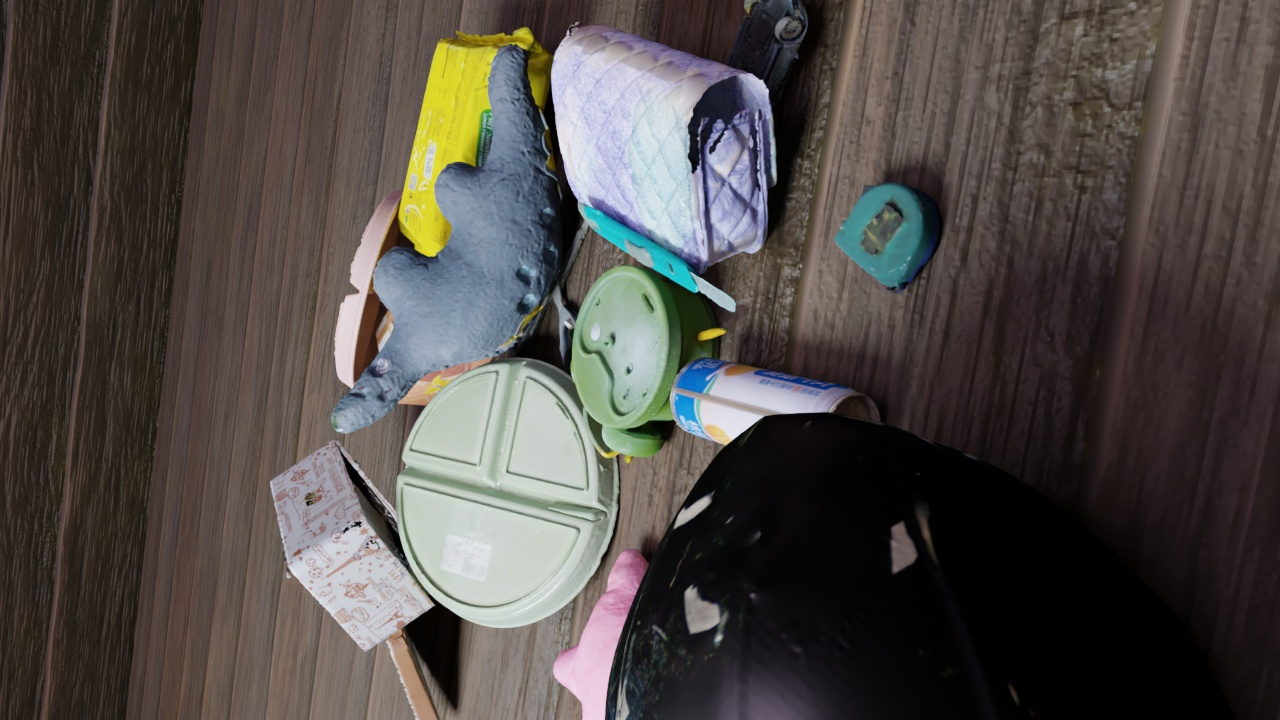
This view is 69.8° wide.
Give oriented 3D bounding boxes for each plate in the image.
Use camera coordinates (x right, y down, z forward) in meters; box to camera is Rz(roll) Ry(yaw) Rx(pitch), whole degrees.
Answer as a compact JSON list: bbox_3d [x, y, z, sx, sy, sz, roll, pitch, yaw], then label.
[{"bbox_3d":[-0.122,0.108,0.776,0.231,0.027,0.230,-7,76,30],"label":"plate"},{"bbox_3d":[-0.286,-0.078,0.997,0.229,0.028,0.229,-167,92,-84],"label":"plate"}]

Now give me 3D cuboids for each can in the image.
[{"bbox_3d":[0.079,0.033,0.564,0.135,0.053,0.053,13,96,53],"label":"can"}]

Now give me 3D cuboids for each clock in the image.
[{"bbox_3d":[-0.004,0.004,0.678,0.162,0.056,0.116,-57,44,32],"label":"clock"}]

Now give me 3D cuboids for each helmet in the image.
[{"bbox_3d":[0.094,0.158,0.386,0.234,0.230,0.273,-28,25,49],"label":"helmet"}]

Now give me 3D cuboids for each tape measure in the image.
[{"bbox_3d":[0.140,-0.073,0.519,0.058,0.025,0.055,53,128,41],"label":"tape measure"}]

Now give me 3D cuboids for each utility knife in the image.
[{"bbox_3d":[0.007,-0.071,0.620,0.013,0.029,0.193,-39,40,-12],"label":"utility knife"}]

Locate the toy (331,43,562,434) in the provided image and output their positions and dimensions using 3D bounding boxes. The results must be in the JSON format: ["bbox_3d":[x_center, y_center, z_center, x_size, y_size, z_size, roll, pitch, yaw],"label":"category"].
[{"bbox_3d":[-0.143,-0.081,0.784,0.356,0.138,0.091,-61,21,3],"label":"toy"}]

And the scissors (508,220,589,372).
[{"bbox_3d":[-0.078,-0.065,0.825,0.160,0.014,0.176,-31,58,45],"label":"scissors"}]

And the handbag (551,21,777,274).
[{"bbox_3d":[0.012,-0.151,0.636,0.194,0.075,0.134,40,147,47],"label":"handbag"}]

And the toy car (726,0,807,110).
[{"bbox_3d":[0.080,-0.197,0.607,0.049,0.031,0.106,57,140,38],"label":"toy car"}]

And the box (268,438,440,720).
[{"bbox_3d":[-0.258,0.225,0.912,0.178,0.088,0.262,40,159,56],"label":"box"}]

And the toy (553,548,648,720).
[{"bbox_3d":[-0.004,0.227,0.631,0.195,0.074,0.178,5,76,57],"label":"toy"}]

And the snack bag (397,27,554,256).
[{"bbox_3d":[-0.166,-0.193,0.874,0.158,0.068,0.247,32,111,52],"label":"snack bag"}]

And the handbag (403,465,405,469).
[{"bbox_3d":[-0.188,0.126,0.885,0.131,0.068,0.120,34,118,59],"label":"handbag"}]

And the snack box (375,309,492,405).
[{"bbox_3d":[-0.214,-0.016,0.946,0.095,0.077,0.092,-48,50,38],"label":"snack box"}]
